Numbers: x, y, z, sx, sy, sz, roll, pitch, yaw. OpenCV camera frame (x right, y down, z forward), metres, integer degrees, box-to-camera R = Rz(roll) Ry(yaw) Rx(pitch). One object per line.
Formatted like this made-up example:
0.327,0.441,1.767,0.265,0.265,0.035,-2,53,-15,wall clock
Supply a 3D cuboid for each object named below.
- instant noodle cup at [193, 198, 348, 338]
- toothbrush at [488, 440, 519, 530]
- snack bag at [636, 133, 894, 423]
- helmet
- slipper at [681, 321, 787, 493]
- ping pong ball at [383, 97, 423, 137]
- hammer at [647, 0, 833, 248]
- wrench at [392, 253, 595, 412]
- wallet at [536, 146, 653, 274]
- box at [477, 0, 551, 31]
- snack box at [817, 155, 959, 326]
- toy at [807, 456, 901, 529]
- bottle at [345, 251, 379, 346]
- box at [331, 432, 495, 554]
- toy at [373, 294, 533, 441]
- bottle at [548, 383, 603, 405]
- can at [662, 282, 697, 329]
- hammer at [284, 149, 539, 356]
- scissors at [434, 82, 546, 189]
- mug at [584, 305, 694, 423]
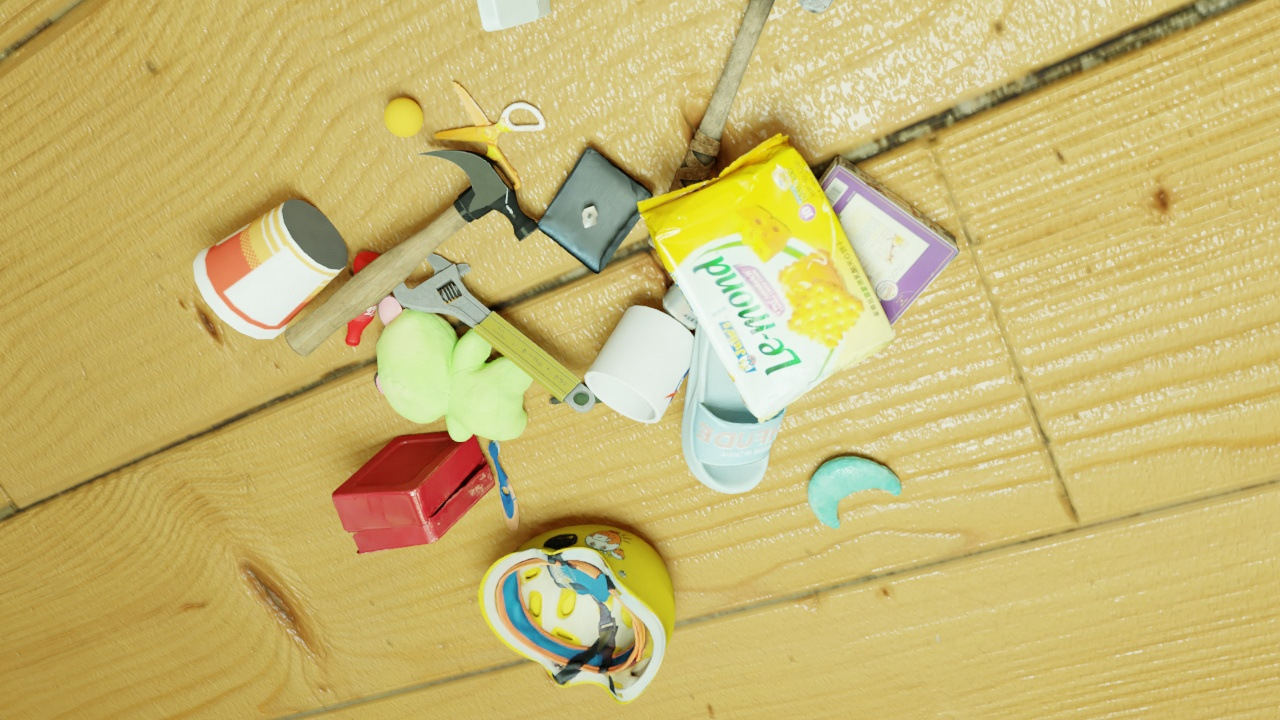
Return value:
-0.407,-0.108,1.032,0.121,0.123,0.123,-32,104,17,instant noodle cup
-0.172,0.158,1.158,0.021,0.017,0.135,0,118,18,toothbrush
0.121,-0.078,0.870,0.159,0.068,0.247,-30,105,4,snack bag
-0.062,0.285,1.125,0.240,0.139,0.209,11,118,23,helmet
0.103,0.040,0.965,0.104,0.074,0.246,-12,118,-21,slipper
-0.247,-0.254,0.959,0.040,0.040,0.040,6,116,11,ping pong ball
0.075,-0.245,0.884,0.121,0.048,0.320,25,120,4,hammer
-0.161,-0.029,1.014,0.273,0.083,0.018,39,163,9,wrench
-0.048,-0.158,0.964,0.089,0.026,0.115,37,119,-4,wallet
-0.120,-0.399,0.802,0.041,0.134,0.197,3,117,24,box
0.212,-0.102,0.918,0.148,0.040,0.144,34,118,-4,snack box
0.234,0.145,1.040,0.105,0.033,0.085,-36,114,25,toy
-0.326,-0.068,1.071,0.036,0.036,0.119,24,119,2,bottle
-0.268,0.153,1.095,0.129,0.157,0.092,-8,107,21,box
-0.222,0.022,1.057,0.197,0.107,0.150,13,117,-4,toy
-0.058,0.039,1.063,0.106,0.025,0.025,-11,112,19,bottle
0.080,-0.095,0.947,0.054,0.054,0.136,36,118,-5,can
-0.267,-0.107,0.987,0.306,0.040,0.132,-35,99,13,hammer
-0.153,-0.240,0.959,0.128,0.011,0.125,-28,108,23,scissors
-0.006,0.006,0.987,0.091,0.090,0.121,41,157,-22,mug
